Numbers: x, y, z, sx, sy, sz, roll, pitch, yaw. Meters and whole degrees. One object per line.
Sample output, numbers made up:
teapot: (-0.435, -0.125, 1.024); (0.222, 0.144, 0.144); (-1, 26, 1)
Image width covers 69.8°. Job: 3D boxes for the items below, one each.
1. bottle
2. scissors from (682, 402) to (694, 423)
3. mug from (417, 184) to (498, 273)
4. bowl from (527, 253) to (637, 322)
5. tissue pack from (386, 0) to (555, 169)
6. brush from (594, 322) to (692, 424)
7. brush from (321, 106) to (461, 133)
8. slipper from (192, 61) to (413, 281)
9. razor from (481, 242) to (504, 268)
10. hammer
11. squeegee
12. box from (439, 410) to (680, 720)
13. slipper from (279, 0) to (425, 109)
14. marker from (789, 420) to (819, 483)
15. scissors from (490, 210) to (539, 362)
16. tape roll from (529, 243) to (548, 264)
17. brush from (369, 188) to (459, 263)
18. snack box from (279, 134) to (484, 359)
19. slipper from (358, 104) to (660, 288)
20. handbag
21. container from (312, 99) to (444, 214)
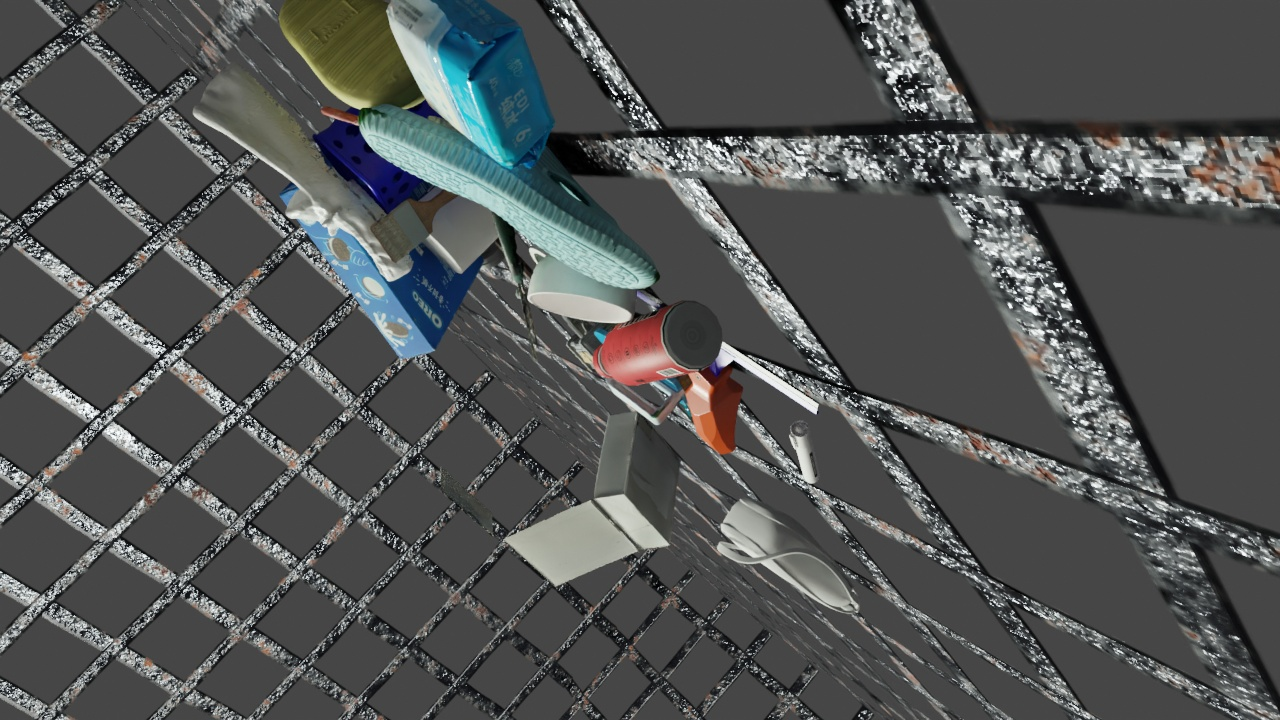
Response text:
bottle: (0.006, -0.011, 0.854); (0.062, 0.062, 0.177); (46, 156, -14)
scissors: (0.058, 0.050, 1.107); (0.129, 0.019, 0.139); (43, 167, 5)
mug: (-0.204, -0.158, 1.051); (0.091, 0.090, 0.121); (41, 169, 9)
bowl: (-0.053, -0.074, 0.878); (0.105, 0.054, 0.105); (9, 170, 1)
tissue pack: (-0.115, -0.203, 0.645); (0.093, 0.061, 0.144); (41, 168, 18)
brush: (-0.006, 0.006, 1.015); (0.136, 0.075, 0.055); (36, 166, 31)
brush: (-0.187, -0.199, 0.798); (0.172, 0.030, 0.041); (14, -170, -25)
slipper: (-0.317, -0.169, 0.883); (0.247, 0.074, 0.112); (46, -176, -27)
razor: (-0.236, -0.180, 1.223); (0.116, 0.047, 0.088); (57, 164, -26)
hammer: (-0.144, -0.114, 1.150); (0.322, 0.044, 0.098); (47, 168, -10)
squeegee: (0.073, 0.040, 0.912); (0.250, 0.055, 0.185); (36, 159, 33)
box: (-0.109, 0.316, 1.426); (0.149, 0.505, 0.167); (26, 159, 45)
slipper: (-0.239, -0.263, 0.794); (0.190, 0.091, 0.081); (41, 172, 28)
marker: (0.162, 0.094, 0.901); (0.017, 0.020, 0.133); (48, 173, 30)
scissors: (-0.121, -0.093, 0.877); (0.154, 0.015, 0.209); (159, 98, -86)
tape roll: (-0.092, -0.102, 1.073); (0.093, 0.013, 0.093); (41, 169, 9)
brush: (-0.197, -0.155, 0.899); (0.008, 0.143, 0.045); (31, 156, 43)
snack box: (-0.289, -0.151, 1.075); (0.056, 0.195, 0.239); (-14, 124, 22)
slipper: (-0.097, -0.145, 0.754); (0.276, 0.069, 0.116); (28, 174, -10)
handbag: (0.224, 0.293, 1.263); (0.222, 0.095, 0.216); (41, 172, -19)
container: (-0.241, -0.217, 0.898); (0.084, 0.113, 0.085); (41, 169, 10)
